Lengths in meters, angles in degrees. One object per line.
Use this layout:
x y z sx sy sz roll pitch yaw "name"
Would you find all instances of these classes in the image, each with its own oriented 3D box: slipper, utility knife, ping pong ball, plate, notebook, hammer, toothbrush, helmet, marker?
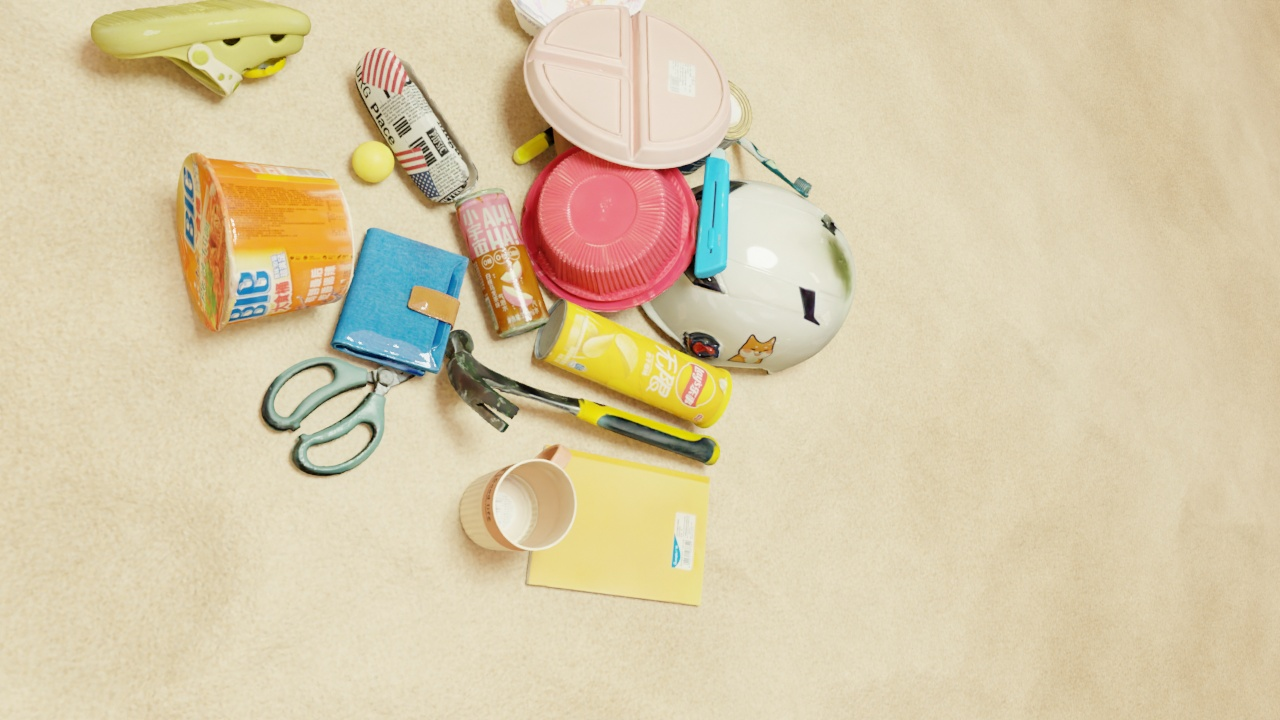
-0.399 -0.287 0.846 0.190 0.092 0.082 -24 130 -40 "slipper"
0.078 -0.161 0.974 0.018 0.034 0.159 54 37 -62 "utility knife"
-0.266 -0.198 0.913 0.040 0.040 0.040 7 75 -28 "ping pong ball"
-0.008 -0.298 0.971 0.229 0.028 0.229 8 57 -13 "plate"
-0.017 0.179 0.982 0.206 0.010 0.145 14 72 -26 "notebook"
-0.049 0.057 0.952 0.323 0.126 0.032 21 113 -30 "hammer"
0.155 -0.239 1.097 0.016 0.191 0.018 17 115 -33 "toothbrush"
0.138 -0.108 1.050 0.274 0.157 0.229 23 68 -23 "helmet"
-0.098 -0.255 1.036 0.123 0.015 0.018 -44 105 -32 "marker"

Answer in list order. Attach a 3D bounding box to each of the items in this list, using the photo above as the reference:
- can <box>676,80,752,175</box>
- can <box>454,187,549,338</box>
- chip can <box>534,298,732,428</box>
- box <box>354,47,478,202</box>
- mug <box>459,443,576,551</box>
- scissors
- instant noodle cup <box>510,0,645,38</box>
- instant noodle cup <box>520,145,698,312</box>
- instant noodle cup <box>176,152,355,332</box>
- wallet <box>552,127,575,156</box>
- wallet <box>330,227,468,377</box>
0.071 -0.273 1.077 0.075 0.111 0.075 7 75 -28 "can"
-0.143 -0.100 0.948 0.057 0.058 0.147 -18 88 -31 "can"
-0.006 0.006 0.994 0.213 0.072 0.072 23 68 -22 "chip can"
-0.224 -0.236 0.919 0.076 0.088 0.163 -33 99 -16 "box"
-0.112 0.130 0.884 0.081 0.106 0.114 42 62 -15 "mug"
-0.258 0.050 0.873 0.185 0.019 0.129 -15 86 -30 "scissors"
-0.073 -0.423 1.062 0.138 0.060 0.173 32 64 -19 "instant noodle cup"
-0.036 -0.151 0.961 0.194 0.066 0.193 -1 81 5 "instant noodle cup"
-0.326 -0.105 0.803 0.111 0.152 0.151 -11 84 -39 "instant noodle cup"
-0.043 -0.249 1.021 0.108 0.031 0.132 -8 96 -2 "wallet"
-0.231 -0.057 0.895 0.106 0.040 0.132 18 64 -17 "wallet"
